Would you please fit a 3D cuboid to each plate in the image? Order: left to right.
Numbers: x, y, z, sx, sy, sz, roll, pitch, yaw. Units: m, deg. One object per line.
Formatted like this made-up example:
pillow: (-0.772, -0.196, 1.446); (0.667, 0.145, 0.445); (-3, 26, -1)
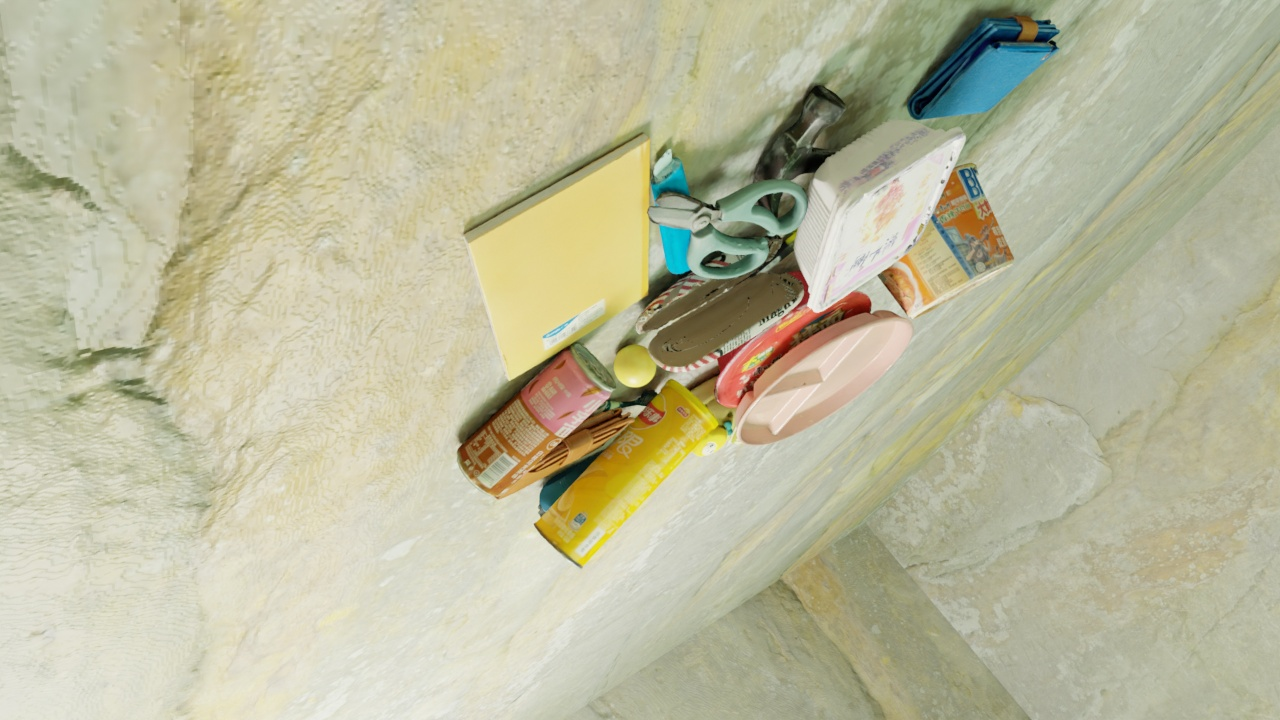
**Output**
plate: (0.201, 0.019, 1.026); (0.229, 0.028, 0.230); (-25, 154, -13)

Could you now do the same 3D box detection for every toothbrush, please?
toothbrush: (-0.035, 0.044, 0.931); (0.191, 0.016, 0.018); (-3, 129, -56)

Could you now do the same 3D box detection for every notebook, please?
notebook: (-0.053, -0.067, 0.689); (0.145, 0.010, 0.207); (-33, 158, -14)

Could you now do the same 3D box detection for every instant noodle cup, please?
instant noodle cup: (0.149, -0.030, 0.988); (0.193, 0.066, 0.194); (-25, 153, -14)
instant noodle cup: (0.194, -0.132, 0.794); (0.137, 0.060, 0.174); (-33, 159, -15)
instant noodle cup: (0.313, -0.120, 0.972); (0.151, 0.111, 0.151); (-27, 172, -4)

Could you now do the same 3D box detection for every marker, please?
marker: (0.138, -0.107, 0.907); (0.124, 0.015, 0.018); (-41, 158, 15)

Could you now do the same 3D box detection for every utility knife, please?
utility knife: (0.028, -0.113, 0.715); (0.034, 0.018, 0.160); (-36, 157, -7)

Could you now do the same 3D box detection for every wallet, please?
wallet: (-0.079, 0.090, 0.907); (0.131, 0.031, 0.108); (-26, 172, -31)
wallet: (0.313, -0.265, 0.835); (0.132, 0.040, 0.107); (-19, 160, -41)

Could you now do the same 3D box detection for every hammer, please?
hammer: (0.210, -0.181, 0.848); (0.322, 0.032, 0.126); (-12, 147, -49)

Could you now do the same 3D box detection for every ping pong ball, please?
ping pong ball: (-0.005, 0.005, 0.866); (0.040, 0.040, 0.040); (-32, 158, -15)

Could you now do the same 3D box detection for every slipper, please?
slipper: (0.108, 0.061, 1.104); (0.190, 0.081, 0.092); (-31, 155, -24)

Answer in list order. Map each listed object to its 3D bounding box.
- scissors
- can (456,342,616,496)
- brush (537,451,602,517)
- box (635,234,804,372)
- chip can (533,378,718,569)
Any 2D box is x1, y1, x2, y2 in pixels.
scissors: (0.052, -0.096, 0.735); (0.185, 0.019, 0.130); (-9, 147, -33)
can: (-0.092, 0.053, 0.800); (0.147, 0.058, 0.058); (-42, 158, 10)
brush: (-0.050, 0.133, 1.030); (0.143, 0.055, 0.074); (-23, 151, -33)
box: (0.077, -0.045, 0.836); (0.162, 0.087, 0.076); (-33, 173, -21)
chip can: (-0.014, 0.119, 0.963); (0.213, 0.072, 0.072); (-47, 159, -6)
